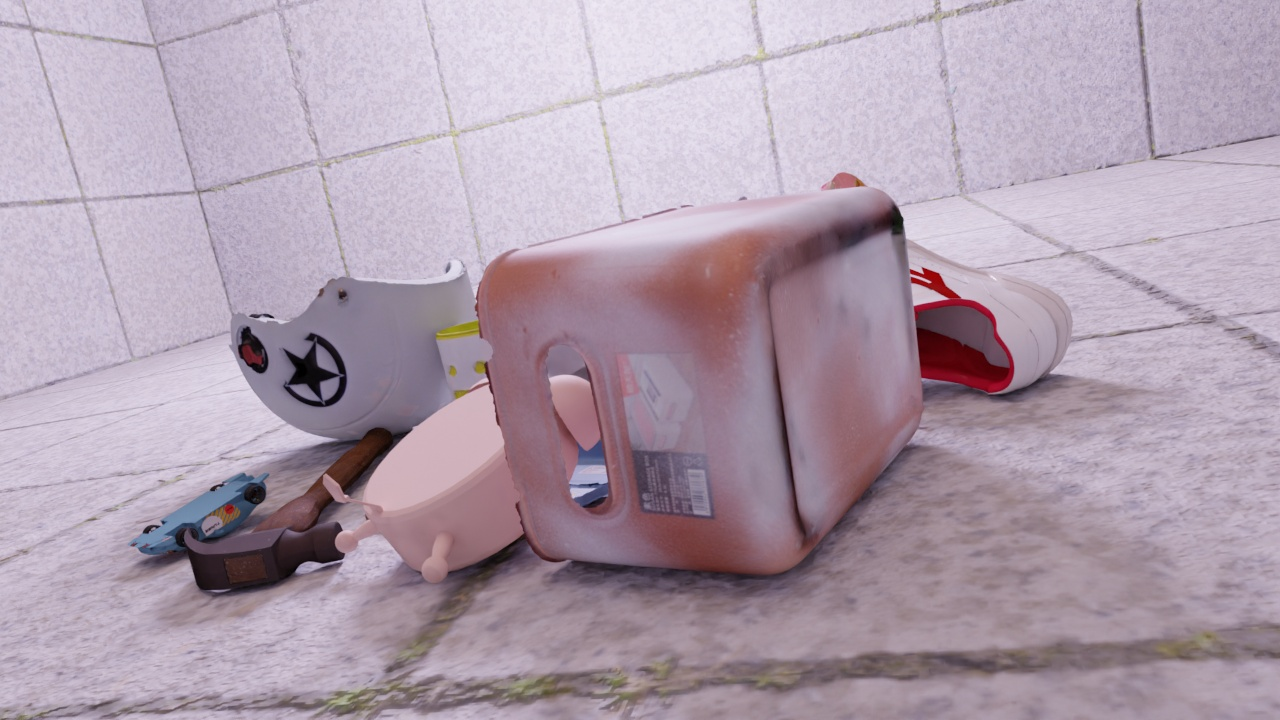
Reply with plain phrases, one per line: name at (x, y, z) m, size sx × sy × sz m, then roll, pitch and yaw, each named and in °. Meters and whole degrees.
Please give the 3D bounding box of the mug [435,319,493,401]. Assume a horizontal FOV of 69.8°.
mug at (-0.141, 0.016, 0.870) m, size 0.082 × 0.106 × 0.082 m, roll -12°, pitch 11°, yaw 2°

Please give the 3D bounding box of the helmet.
helmet at (-0.289, 0.002, 0.961) m, size 0.265 × 0.163 × 0.236 m, roll -14°, pitch 4°, yaw 25°

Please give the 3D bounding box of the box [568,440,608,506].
box at (-0.096, 0.088, 0.684) m, size 0.209 × 0.021 × 0.125 m, roll -5°, pitch 14°, yaw 36°

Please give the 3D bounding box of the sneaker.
sneaker at (0.201, -0.035, 0.722) m, size 0.237 × 0.090 × 0.104 m, roll 26°, pitch 37°, yaw 37°

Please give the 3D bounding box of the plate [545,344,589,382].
plate at (-0.005, 0.005, 0.871) m, size 0.188 × 0.016 × 0.189 m, roll -7°, pitch -16°, yaw -2°

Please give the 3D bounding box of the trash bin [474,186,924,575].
trash bin at (0.057, -0.001, 0.544) m, size 0.158 × 0.181 × 0.259 m, roll -3°, pitch 13°, yaw 33°

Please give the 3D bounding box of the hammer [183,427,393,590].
hammer at (-0.254, 0.105, 0.735) m, size 0.115 × 0.033 × 0.322 m, roll -10°, pitch 10°, yaw 1°

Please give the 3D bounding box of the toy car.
toy car at (-0.340, 0.126, 0.720) m, size 0.060 × 0.027 × 0.107 m, roll -4°, pitch 22°, yaw 35°

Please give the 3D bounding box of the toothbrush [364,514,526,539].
toothbrush at (-0.135, 0.109, 0.623) m, size 0.167 × 0.016 × 0.016 m, roll -5°, pitch 15°, yaw 40°

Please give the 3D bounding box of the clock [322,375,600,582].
clock at (-0.109, 0.060, 0.573) m, size 0.131 × 0.086 × 0.160 m, roll -1°, pitch 30°, yaw 50°

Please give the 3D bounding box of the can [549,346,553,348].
can at (-0.090, -0.022, 1.096) m, size 0.079 × 0.079 × 0.142 m, roll -3°, pitch 14°, yaw 40°

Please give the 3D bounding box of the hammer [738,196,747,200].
hammer at (0.087, -0.083, 0.843) m, size 0.177 × 0.079 × 0.326 m, roll -26°, pitch -11°, yaw -5°

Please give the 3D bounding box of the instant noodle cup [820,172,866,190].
instant noodle cup at (0.229, -0.113, 1.030) m, size 0.078 × 0.178 × 0.178 m, roll -24°, pitch 1°, yaw 36°

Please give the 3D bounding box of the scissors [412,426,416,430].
scissors at (-0.112, 0.059, 0.763) m, size 0.173 × 0.013 × 0.170 m, roll 0°, pitch 1°, yaw -9°
